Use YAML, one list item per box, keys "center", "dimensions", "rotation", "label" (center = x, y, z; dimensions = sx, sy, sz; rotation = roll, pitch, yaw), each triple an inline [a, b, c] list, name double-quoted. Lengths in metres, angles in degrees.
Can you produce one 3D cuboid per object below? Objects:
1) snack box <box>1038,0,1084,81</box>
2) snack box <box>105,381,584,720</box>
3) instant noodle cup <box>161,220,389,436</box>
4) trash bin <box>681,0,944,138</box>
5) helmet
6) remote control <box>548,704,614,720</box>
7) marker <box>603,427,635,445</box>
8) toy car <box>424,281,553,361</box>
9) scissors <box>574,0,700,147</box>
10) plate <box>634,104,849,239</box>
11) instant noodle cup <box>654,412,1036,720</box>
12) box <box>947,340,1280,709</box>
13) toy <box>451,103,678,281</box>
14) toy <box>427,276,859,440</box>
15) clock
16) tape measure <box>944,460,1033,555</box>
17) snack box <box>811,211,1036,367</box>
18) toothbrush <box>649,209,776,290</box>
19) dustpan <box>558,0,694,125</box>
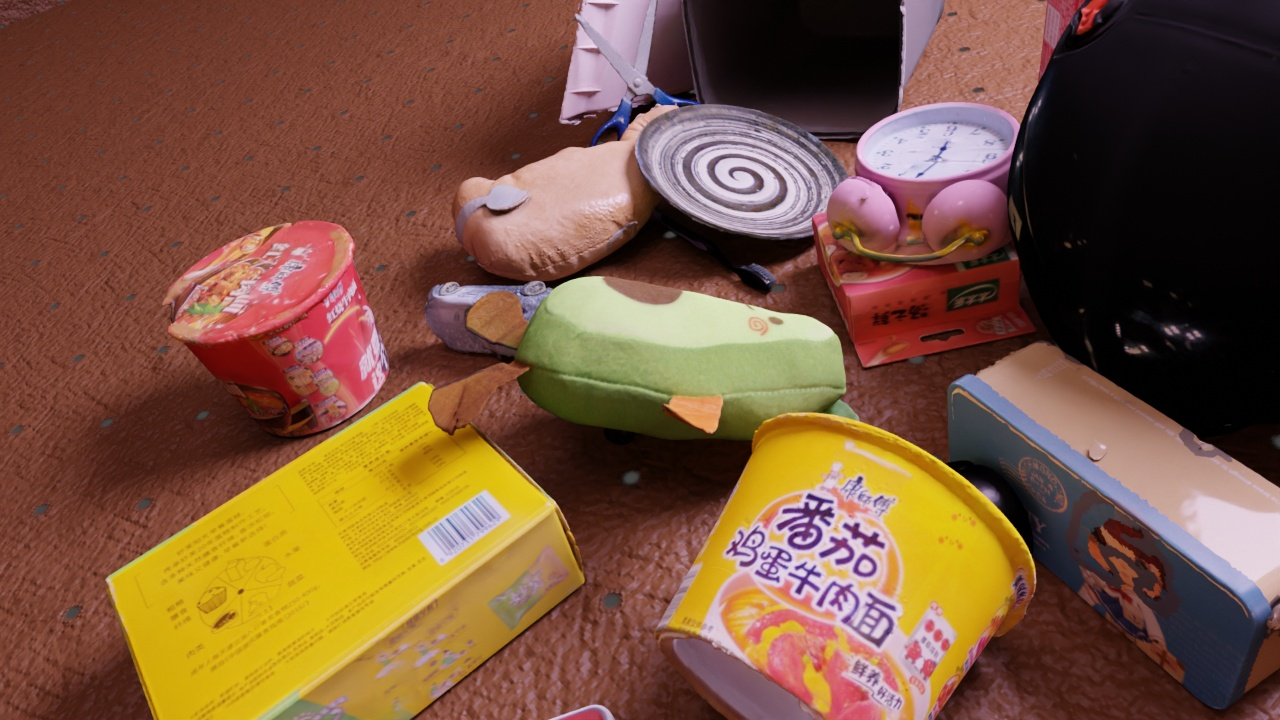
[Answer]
- center: [0.298, -0.188, 0.601]
  dimensions: [0.057, 0.208, 0.058]
  rotation: [-10, 41, 3]
  label: "snack box"
- center: [-0.160, 0.120, 0.503]
  dimensions: [0.209, 0.070, 0.158]
  rotation: [-35, 43, -21]
  label: "snack box"
- center: [-0.252, -0.020, 0.666]
  dimensions: [0.138, 0.109, 0.137]
  rotation: [-10, 40, 8]
  label: "instant noodle cup"
- center: [0.174, -0.340, 0.841]
  dimensions: [0.199, 0.199, 0.219]
  rotation: [11, 41, 29]
  label: "trash bin"
- center: [0.306, -0.094, 0.470]
  dimensions: [0.231, 0.233, 0.274]
  rotation: [-44, 30, 30]
  label: "helmet"
- center: [-0.072, 0.202, 0.417]
  dimensions: [0.136, 0.020, 0.055]
  rotation: [-18, 40, -3]
  label: "remote control"
- center: [-0.004, 0.004, 0.624]
  dimensions: [0.022, 0.020, 0.131]
  rotation: [16, 43, -2]
  label: "marker"
- center: [-0.104, -0.027, 0.668]
  dimensions: [0.121, 0.054, 0.036]
  rotation: [4, 42, 24]
  label: "toy car"
- center: [0.000, -0.232, 0.813]
  dimensions: [0.162, 0.176, 0.012]
  rotation: [-55, 23, 16]
  label: "scissors"
- center: [0.083, -0.150, 0.740]
  dimensions: [0.179, 0.024, 0.179]
  rotation: [6, 47, -7]
  label: "plate"
- center: [0.081, 0.107, 0.396]
  dimensions: [0.138, 0.138, 0.109]
  rotation: [20, 59, 35]
  label: "instant noodle cup"
- center: [0.218, 0.064, 0.428]
  dimensions: [0.059, 0.090, 0.184]
  rotation: [-29, 39, -13]
  label: "box"
- center: [-0.045, -0.140, 0.761]
  dimensions: [0.225, 0.083, 0.143]
  rotation: [-28, 54, -18]
  label: "toy"
- center: [0.008, 0.000, 0.544]
  dimensions: [0.246, 0.090, 0.226]
  rotation: [5, 21, -5]
  label: "toy"
- center: [0.185, -0.107, 0.587]
  dimensions: [0.117, 0.060, 0.158]
  rotation: [10, 48, 31]
  label: "clock"
- center: [0.165, 0.080, 0.451]
  dimensions: [0.039, 0.057, 0.058]
  rotation: [-20, 31, -6]
  label: "tape measure"
- center: [0.186, -0.062, 0.618]
  dimensions: [0.113, 0.044, 0.127]
  rotation: [-13, 40, 4]
  label: "snack box"
- center: [0.046, -0.097, 0.731]
  dimensions: [0.016, 0.014, 0.189]
  rotation: [-25, 39, -22]
  label: "toothbrush"
- center: [-0.010, -0.362, 0.895]
  dimensions: [0.139, 0.223, 0.272]
  rotation: [36, 34, 31]
  label: "dustpan"
